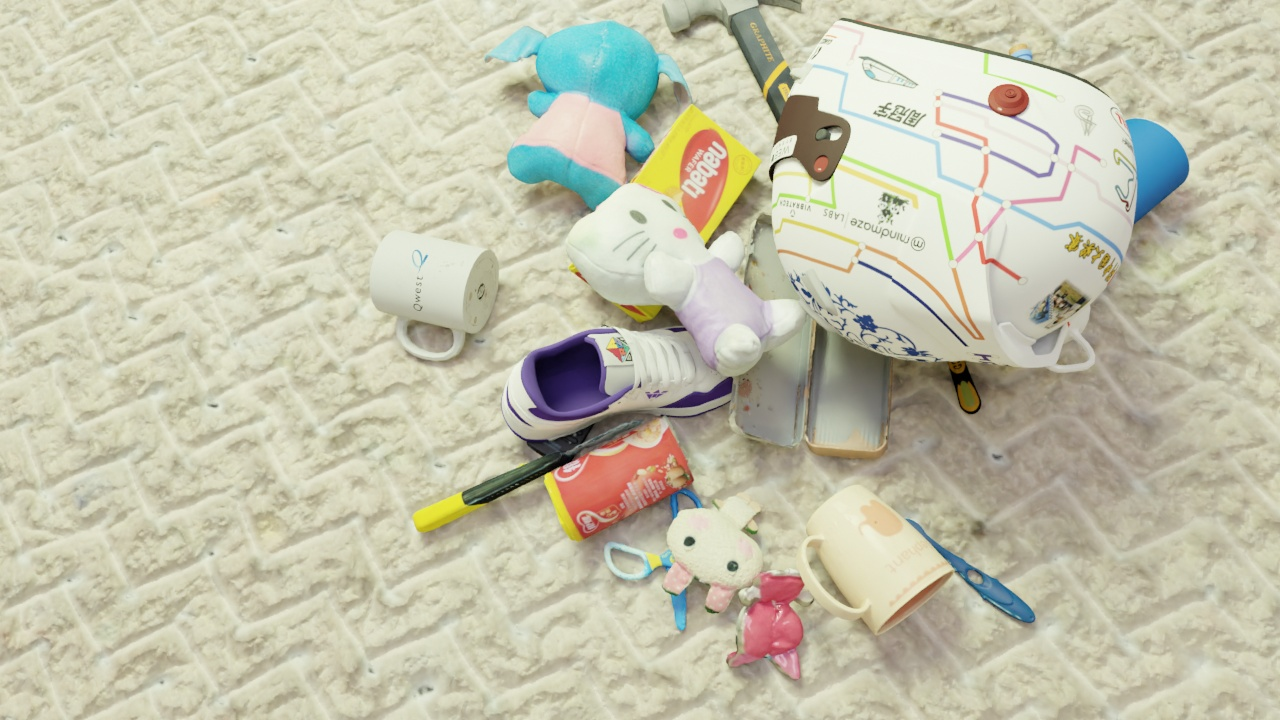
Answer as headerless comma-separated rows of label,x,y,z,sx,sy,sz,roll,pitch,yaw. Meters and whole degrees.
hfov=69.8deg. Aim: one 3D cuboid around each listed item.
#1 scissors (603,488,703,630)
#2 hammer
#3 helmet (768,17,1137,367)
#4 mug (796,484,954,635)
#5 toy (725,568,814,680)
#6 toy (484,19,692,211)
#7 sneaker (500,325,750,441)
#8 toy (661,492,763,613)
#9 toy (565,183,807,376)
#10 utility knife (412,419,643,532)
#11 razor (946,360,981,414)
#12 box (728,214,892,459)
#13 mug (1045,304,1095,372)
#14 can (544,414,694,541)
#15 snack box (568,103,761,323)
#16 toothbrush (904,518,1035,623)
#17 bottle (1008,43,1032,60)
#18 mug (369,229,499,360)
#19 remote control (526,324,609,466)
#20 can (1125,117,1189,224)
scissors,0.026,0.176,0.816,0.130,0.014,0.125,-7,71,5
hammer,0.140,-0.273,0.946,0.139,0.035,0.312,-21,70,-2
helmet,0.219,-0.122,0.732,0.314,0.230,0.236,37,103,45
mug,0.181,0.165,0.757,0.111,0.085,0.104,-19,56,-31
toy,0.110,0.215,0.775,0.065,0.050,0.102,8,107,-3
toy,-0.064,-0.257,0.931,0.224,0.099,0.191,17,79,0
sneaker,-0.005,0.005,0.814,0.244,0.111,0.091,-14,73,-10
toy,0.066,0.161,0.792,0.087,0.050,0.112,31,79,11
toy,0.036,-0.071,0.793,0.209,0.086,0.137,41,43,18
utility knife,-0.102,0.102,0.834,0.234,0.029,0.020,-25,72,7
razor,0.284,-0.018,0.846,0.044,0.021,0.144,-19,68,19
box,0.161,-0.023,0.843,0.156,0.071,0.216,12,72,-12
mug,0.346,-0.036,0.802,0.076,0.090,0.123,-14,52,-6
can,-0.018,0.106,0.818,0.124,0.067,0.066,-27,70,-3
snack box,0.026,-0.142,0.893,0.092,0.042,0.200,37,79,-10
toothbrush,0.278,0.179,0.784,0.132,0.016,0.021,38,80,15
bottle,0.385,-0.252,0.898,0.048,0.048,0.131,-8,70,5
mug,-0.203,-0.059,0.899,0.096,0.083,0.120,13,101,11
remote control,-0.053,0.033,0.872,0.045,0.021,0.140,30,73,5
can,0.423,-0.152,0.843,0.146,0.079,0.079,-38,71,-6
